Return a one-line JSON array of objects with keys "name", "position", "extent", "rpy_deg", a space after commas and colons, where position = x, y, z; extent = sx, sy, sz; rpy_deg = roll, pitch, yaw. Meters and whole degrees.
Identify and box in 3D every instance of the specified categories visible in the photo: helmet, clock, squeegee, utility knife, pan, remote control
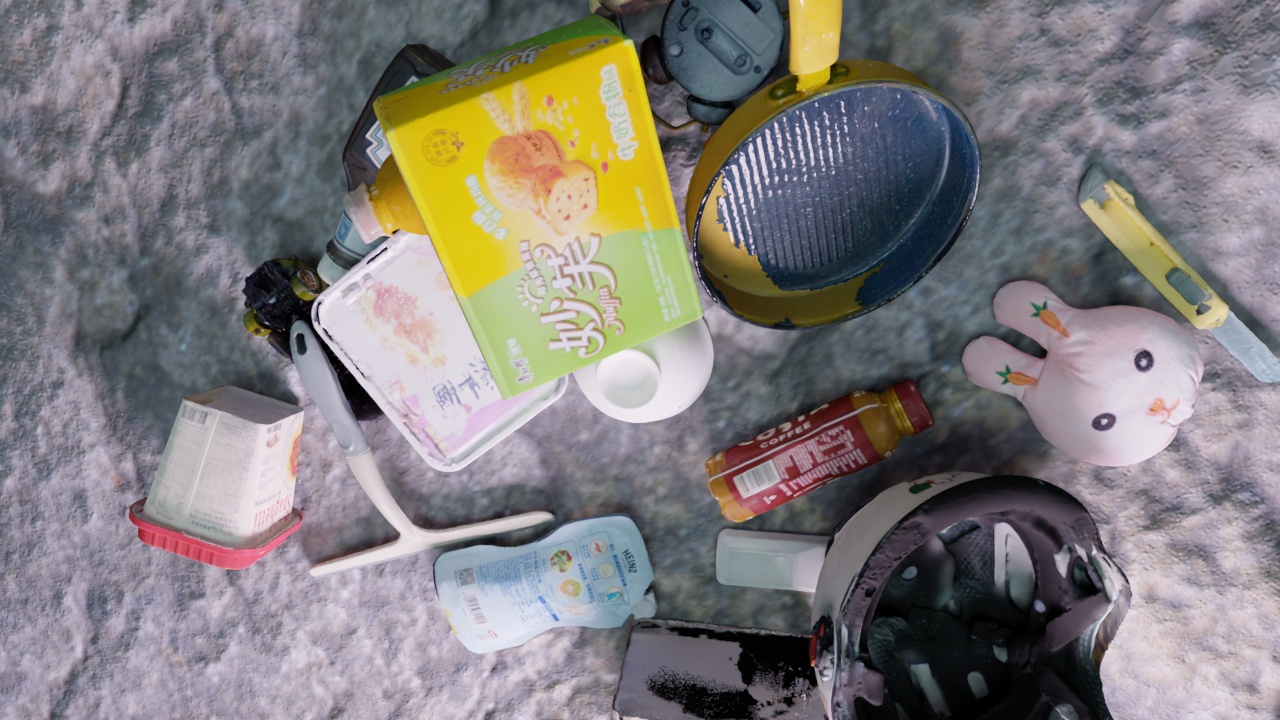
[{"name": "helmet", "position": [0.224, 0.198, 0.690], "extent": [0.230, 0.157, 0.274], "rpy_deg": [-15, 103, -10]}, {"name": "clock", "position": [0.049, -0.212, 0.632], "extent": [0.082, 0.055, 0.122], "rpy_deg": [40, 111, -7]}, {"name": "squeegee", "position": [-0.228, 0.079, 0.761], "extent": [0.247, 0.039, 0.247], "rpy_deg": [-15, 117, 13]}, {"name": "utility knife", "position": [0.388, -0.057, 0.657], "extent": [0.216, 0.022, 0.031], "rpy_deg": [41, 116, -11]}, {"name": "pan", "position": [0.108, -0.142, 0.543], "extent": [0.198, 0.078, 0.358], "rpy_deg": [-21, 137, 3]}, {"name": "remote control", "position": [0.126, 0.170, 0.770], "extent": [0.125, 0.024, 0.049], "rpy_deg": [2, 110, 8]}]

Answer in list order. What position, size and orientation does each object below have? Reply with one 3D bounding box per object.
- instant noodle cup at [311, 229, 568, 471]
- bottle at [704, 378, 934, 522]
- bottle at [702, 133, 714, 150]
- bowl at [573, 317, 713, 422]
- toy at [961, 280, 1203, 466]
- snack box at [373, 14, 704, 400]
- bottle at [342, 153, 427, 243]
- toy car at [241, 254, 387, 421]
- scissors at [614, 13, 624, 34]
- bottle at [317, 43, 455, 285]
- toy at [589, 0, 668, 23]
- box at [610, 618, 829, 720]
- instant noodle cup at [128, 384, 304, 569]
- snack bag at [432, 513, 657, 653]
[{"name": "instant noodle cup", "position": [-0.152, -0.017, 0.723], "extent": [0.138, 0.060, 0.173], "rpy_deg": [-36, 102, 9]}, {"name": "bottle", "position": [0.138, 0.068, 0.713], "extent": [0.175, 0.057, 0.057], "rpy_deg": [-27, 103, 17]}, {"name": "bottle", "position": [0.121, -0.146, 0.643], "extent": [0.149, 0.066, 0.067], "rpy_deg": [-14, 106, 6]}, {"name": "bowl", "position": [-0.004, 0.004, 0.711], "extent": [0.118, 0.064, 0.118], "rpy_deg": [3, 109, 7]}, {"name": "toy", "position": [0.322, 0.009, 0.670], "extent": [0.159, 0.054, 0.121], "rpy_deg": [24, 111, 9]}, {"name": "snack box", "position": [-0.060, -0.096, 0.608], "extent": [0.157, 0.070, 0.210], "rpy_deg": [-23, 125, -8]}, {"name": "bottle", "position": [-0.115, -0.138, 0.647], "extent": [0.189, 0.068, 0.068], "rpy_deg": [-26, 104, -6]}, {"name": "toy car", "position": [-0.258, -0.015, 0.755], "extent": [0.070, 0.042, 0.158], "rpy_deg": [-30, 111, 20]}, {"name": "scissors", "position": [-0.019, -0.278, 0.642], "extent": [0.179, 0.014, 0.159], "rpy_deg": [-6, 108, 9]}, {"name": "bottle", "position": [-0.191, -0.139, 0.702], "extent": [0.080, 0.044, 0.195], "rpy_deg": [34, 111, -3]}, {"name": "toy", "position": [-0.019, -0.307, 0.602], "extent": [0.105, 0.066, 0.157], "rpy_deg": [-3, 103, 39]}, {"name": "box", "position": [0.069, 0.339, 0.772], "extent": [0.182, 0.151, 0.174], "rpy_deg": [4, 112, 8]}, {"name": "instant noodle cup", "position": [-0.347, 0.094, 0.777], "extent": [0.116, 0.116, 0.124], "rpy_deg": [18, 100, 2]}, {"name": "snack bag", "position": [-0.080, 0.197, 0.805], "extent": [0.191, 0.038, 0.110], "rpy_deg": [-16, 101, 12]}]
